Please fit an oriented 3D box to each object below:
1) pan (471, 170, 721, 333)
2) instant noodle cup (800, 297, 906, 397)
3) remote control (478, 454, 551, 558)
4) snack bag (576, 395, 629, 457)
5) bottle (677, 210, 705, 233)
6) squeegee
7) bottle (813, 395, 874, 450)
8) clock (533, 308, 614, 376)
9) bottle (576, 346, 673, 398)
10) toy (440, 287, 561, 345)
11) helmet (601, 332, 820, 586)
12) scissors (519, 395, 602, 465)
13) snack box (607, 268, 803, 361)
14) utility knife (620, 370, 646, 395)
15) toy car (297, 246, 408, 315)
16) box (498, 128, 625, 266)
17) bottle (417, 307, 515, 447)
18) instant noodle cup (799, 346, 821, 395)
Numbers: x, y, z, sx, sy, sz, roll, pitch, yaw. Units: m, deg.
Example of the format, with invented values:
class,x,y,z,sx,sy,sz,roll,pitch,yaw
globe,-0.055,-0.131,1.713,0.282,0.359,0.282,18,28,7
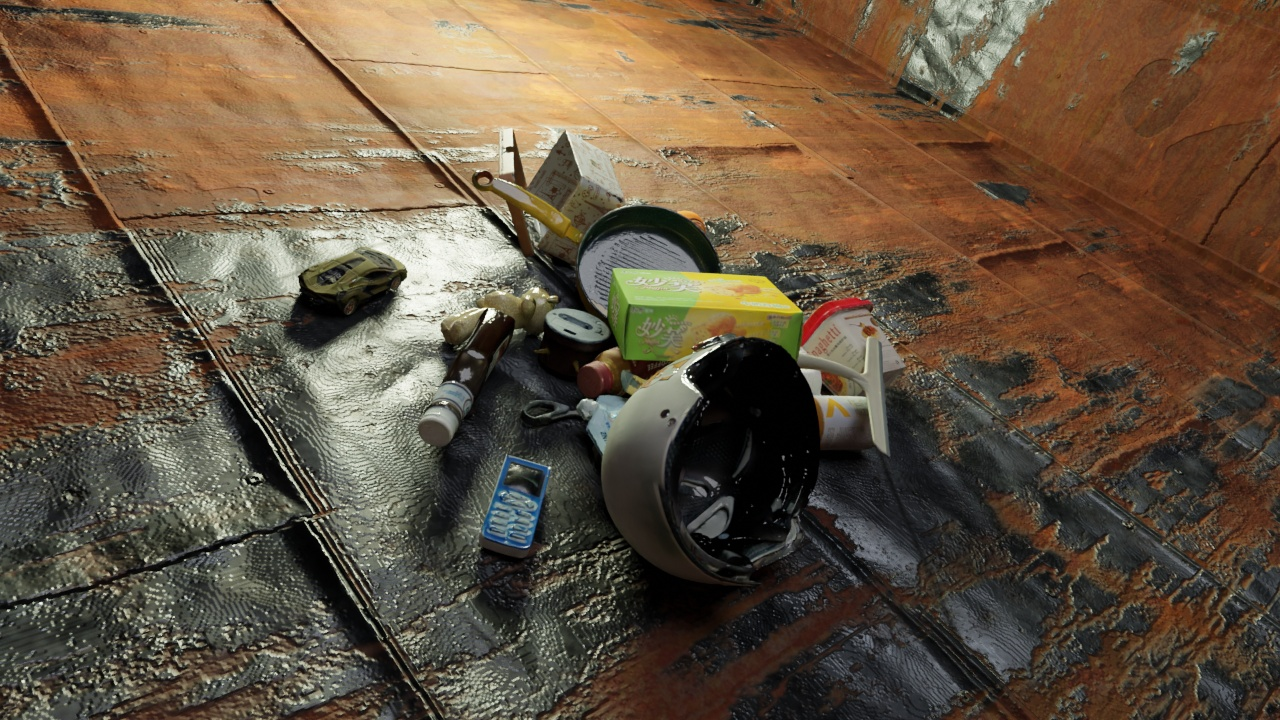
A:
class,x,y,z,sx,sy,sz,roll,pitch,yaw
pan,-0.060,-0.155,1.219,0.357,0.078,0.197,24,65,0
instant noodle cup,0.291,-0.008,1.277,0.116,0.117,0.124,-12,58,-41
remote control,-0.120,0.139,0.886,0.049,0.024,0.124,18,34,-6
snack bag,0.017,0.076,1.038,0.190,0.039,0.110,-7,57,-43
bottle,0.070,-0.173,1.430,0.066,0.067,0.149,15,40,-11
squeegee,0.182,0.007,1.124,0.246,0.039,0.245,10,34,6
bottle,0.211,0.077,1.132,0.189,0.068,0.068,2,37,-23
clock,-0.078,-0.026,1.122,0.082,0.055,0.121,23,26,10
bottle,-0.007,0.006,1.110,0.057,0.058,0.174,38,33,24
toy,-0.169,-0.052,1.115,0.156,0.066,0.105,-19,8,-41
helmet,0.058,0.099,0.909,0.157,0.230,0.273,-9,18,34
scissors,-0.062,0.059,1.053,0.159,0.014,0.179,13,30,-20
snack box,0.072,-0.055,1.109,0.210,0.070,0.157,3,20,-10
utility knife,0.070,0.071,1.039,0.216,0.022,0.030,31,53,-2
toy car,-0.341,-0.102,1.099,0.070,0.042,0.157,29,30,10
box,-0.146,-0.250,1.328,0.174,0.152,0.182,26,27,-29
bottle,-0.185,0.019,0.974,0.044,0.080,0.194,25,34,-5
instant noodle cup,0.163,0.000,1.227,0.137,0.060,0.173,-5,40,-35
